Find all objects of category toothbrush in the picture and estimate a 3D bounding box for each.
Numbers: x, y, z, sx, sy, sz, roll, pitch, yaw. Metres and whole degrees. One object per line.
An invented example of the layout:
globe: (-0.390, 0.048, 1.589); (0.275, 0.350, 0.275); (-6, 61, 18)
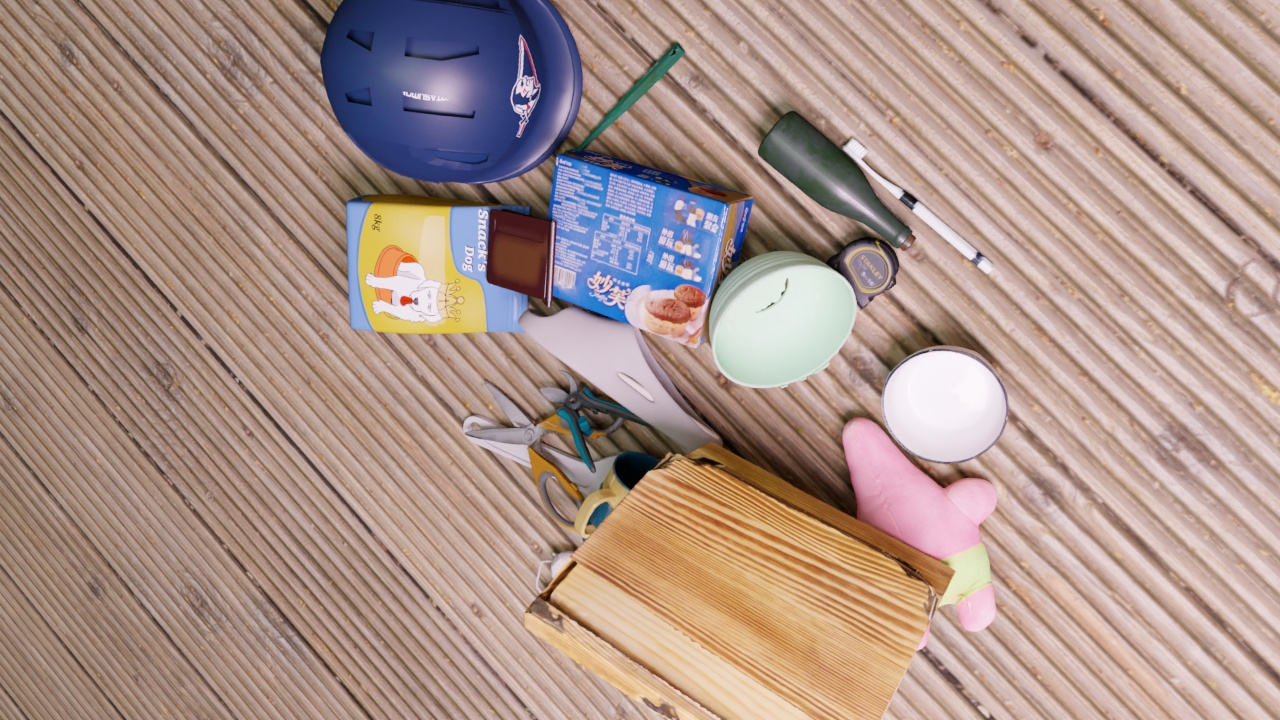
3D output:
toothbrush: (-0.025, -0.270, 0.986); (0.190, 0.017, 0.016); (-39, 86, 28)
toothbrush: (0.269, -0.150, 0.887); (0.187, 0.012, 0.017); (43, 113, 8)

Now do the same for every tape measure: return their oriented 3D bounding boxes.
tape measure: (0.225, -0.092, 0.910); (0.061, 0.034, 0.061); (-38, 87, 30)

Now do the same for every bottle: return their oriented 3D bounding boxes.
bottle: (0.196, -0.168, 0.892); (0.174, 0.055, 0.055); (42, 116, 8)

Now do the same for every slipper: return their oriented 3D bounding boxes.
slipper: (-0.006, 0.006, 1.008); (0.266, 0.113, 0.081); (37, 97, 6)

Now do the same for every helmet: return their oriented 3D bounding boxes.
helmet: (-0.196, -0.300, 0.969); (0.272, 0.223, 0.232); (3, 108, -14)

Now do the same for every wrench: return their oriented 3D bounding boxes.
wrench: (-0.101, 0.117, 1.124); (0.273, 0.018, 0.087); (22, 112, 19)

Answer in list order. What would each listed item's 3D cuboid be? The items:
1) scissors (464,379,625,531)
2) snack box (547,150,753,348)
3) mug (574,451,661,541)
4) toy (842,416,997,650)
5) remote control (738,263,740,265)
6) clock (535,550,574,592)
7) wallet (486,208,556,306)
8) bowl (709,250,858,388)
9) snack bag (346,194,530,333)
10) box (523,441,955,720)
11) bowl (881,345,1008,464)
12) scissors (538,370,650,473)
scissors: (-0.109, 0.090, 1.104); (0.217, 0.016, 0.225); (-44, 71, 15)
snack box: (0.000, -0.122, 0.971); (0.203, 0.069, 0.155); (21, 114, 25)
mug: (-0.024, 0.169, 1.027); (0.083, 0.113, 0.107); (49, 125, 34)
toy: (0.266, 0.166, 0.932); (0.192, 0.096, 0.236); (-27, 79, 23)
remote control: (0.061, -0.110, 0.993); (0.140, 0.009, 0.030); (29, 114, 15)
clock: (-0.067, 0.291, 1.135); (0.138, 0.048, 0.096); (21, 111, 18)
wallet: (-0.131, -0.116, 1.015); (0.116, 0.018, 0.091); (21, 112, 46)
bowl: (0.133, -0.052, 0.921); (0.151, 0.150, 0.077); (-52, 36, 26)
snack bag: (-0.234, -0.112, 1.086); (0.205, 0.102, 0.159); (4, 106, 1)
box: (0.088, 0.236, 0.806); (0.279, 0.322, 0.284); (27, 109, 24)
bowl: (0.298, 0.037, 0.893); (0.116, 0.065, 0.116); (6, 106, 23)
scissors: (-0.052, 0.063, 1.052); (0.124, 0.153, 0.019); (-14, 142, 4)
